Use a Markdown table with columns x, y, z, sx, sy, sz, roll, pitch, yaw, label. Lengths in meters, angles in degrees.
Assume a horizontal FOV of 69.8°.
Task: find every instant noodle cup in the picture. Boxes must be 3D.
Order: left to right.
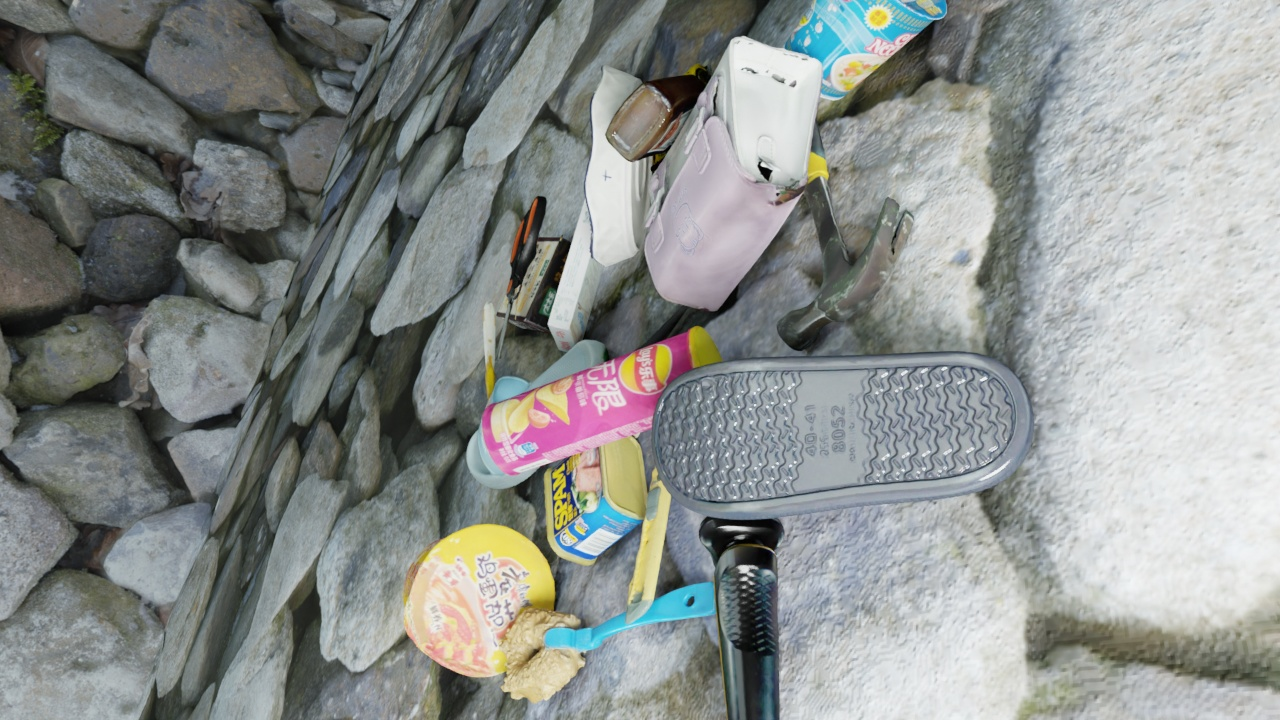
| x | y | z | sx | sy | sz | roll | pitch | yaw | label |
| --- | --- | --- | --- | --- | --- | --- | --- | --- | --- |
| -0.166 | 0.227 | 0.892 | 0.110 | 0.138 | 0.138 | -15 | 56 | 62 | instant noodle cup |
| 0.179 | -0.281 | 0.765 | 0.110 | 0.099 | 0.099 | -45 | 34 | 46 | instant noodle cup |

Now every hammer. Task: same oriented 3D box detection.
| x | y | z | sx | sy | sz | roll | pitch | yaw | label |
| --- | --- | --- | --- | --- | --- | --- | --- | --- | --- |
| 0.148 | -0.163 | 0.779 | 0.126 | 0.032 | 0.322 | -41 | 37 | 35 | hammer |

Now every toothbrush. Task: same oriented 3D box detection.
| x | y | z | sx | sy | sz | roll | pitch | yaw | label |
| --- | --- | --- | --- | --- | --- | --- | --- | --- | --- |
| -0.190 | 0.017 | 1.151 | 0.018 | 0.016 | 0.191 | -30 | 60 | 59 | toothbrush |
| -0.005 | 0.005 | 0.900 | 0.026 | 0.027 | 0.213 | 48 | 115 | 18 | toothbrush |

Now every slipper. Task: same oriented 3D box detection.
| x | y | z | sx | sy | sz | roll | pitch | yaw | label |
| --- | --- | --- | --- | --- | --- | --- | --- | --- | --- |
| -0.124 | 0.057 | 1.004 | 0.246 | 0.074 | 0.103 | -40 | 39 | 34 | slipper |
| 0.128 | 0.056 | 0.615 | 0.269 | 0.083 | 0.110 | -7 | 69 | 36 | slipper |

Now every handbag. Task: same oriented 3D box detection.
| x | y | z | sx | sy | sz | roll | pitch | yaw | label |
| --- | --- | --- | --- | --- | --- | --- | --- | --- | --- |
| 0.070 | -0.150 | 0.780 | 0.197 | 0.098 | 0.144 | 126 | 148 | -61 | handbag |

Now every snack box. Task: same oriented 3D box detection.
| x | y | z | sx | sy | sz | roll | pitch | yaw | label |
| --- | --- | --- | --- | --- | --- | --- | --- | --- | --- |
| -0.122 | -0.095 | 1.133 | 0.126 | 0.053 | 0.113 | 15 | 80 | 60 | snack box |
| -0.065 | -0.093 | 1.024 | 0.085 | 0.027 | 0.156 | 79 | -155 | -71 | snack box |

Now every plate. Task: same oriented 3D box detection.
| x | y | z | sx | sy | sz | roll | pitch | yaw | label |
| --- | --- | --- | --- | --- | --- | --- | --- | --- | --- |
| -0.019 | -0.199 | 0.956 | 0.205 | 0.045 | 0.205 | 4 | -91 | -83 | plate |

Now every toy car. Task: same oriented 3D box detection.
| x | y | z | sx | sy | sz | roll | pitch | yaw | label |
| --- | --- | --- | --- | --- | --- | --- | --- | --- | --- |
| 0.043 | -0.265 | 1.005 | 0.071 | 0.041 | 0.155 | -35 | 37 | 50 | toy car |

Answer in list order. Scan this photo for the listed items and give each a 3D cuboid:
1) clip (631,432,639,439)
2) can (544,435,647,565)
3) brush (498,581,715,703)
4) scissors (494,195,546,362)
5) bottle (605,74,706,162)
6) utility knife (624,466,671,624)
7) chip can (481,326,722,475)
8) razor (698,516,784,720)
| x | y | z | sx | sy | sz | roll | pitch | yaw | label |
| --- | --- | --- | --- | --- | --- | --- | --- | --- | --- |
| -0.007 | 0.043 | 0.860 | 0.100 | 0.071 | 0.034 | -45 | 35 | 36 | clip |
| -0.040 | 0.121 | 0.840 | 0.083 | 0.057 | 0.102 | -43 | 37 | 30 | can |
| -0.034 | 0.228 | 0.768 | 0.255 | 0.046 | 0.083 | -30 | 43 | 38 | brush |
| -0.152 | -0.092 | 1.120 | 0.142 | 0.021 | 0.234 | -9 | 63 | 70 | scissors |
| 0.035 | -0.234 | 0.871 | 0.080 | 0.044 | 0.194 | -47 | -4 | 30 | bottle |
| 0.014 | 0.124 | 0.778 | 0.031 | 0.022 | 0.210 | -22 | 35 | 34 | utility knife |
| -0.033 | 0.037 | 0.795 | 0.211 | 0.071 | 0.071 | -20 | 48 | 20 | chip can |
| 0.073 | 0.187 | 0.627 | 0.068 | 0.062 | 0.167 | 106 | 165 | -60 | razor |
